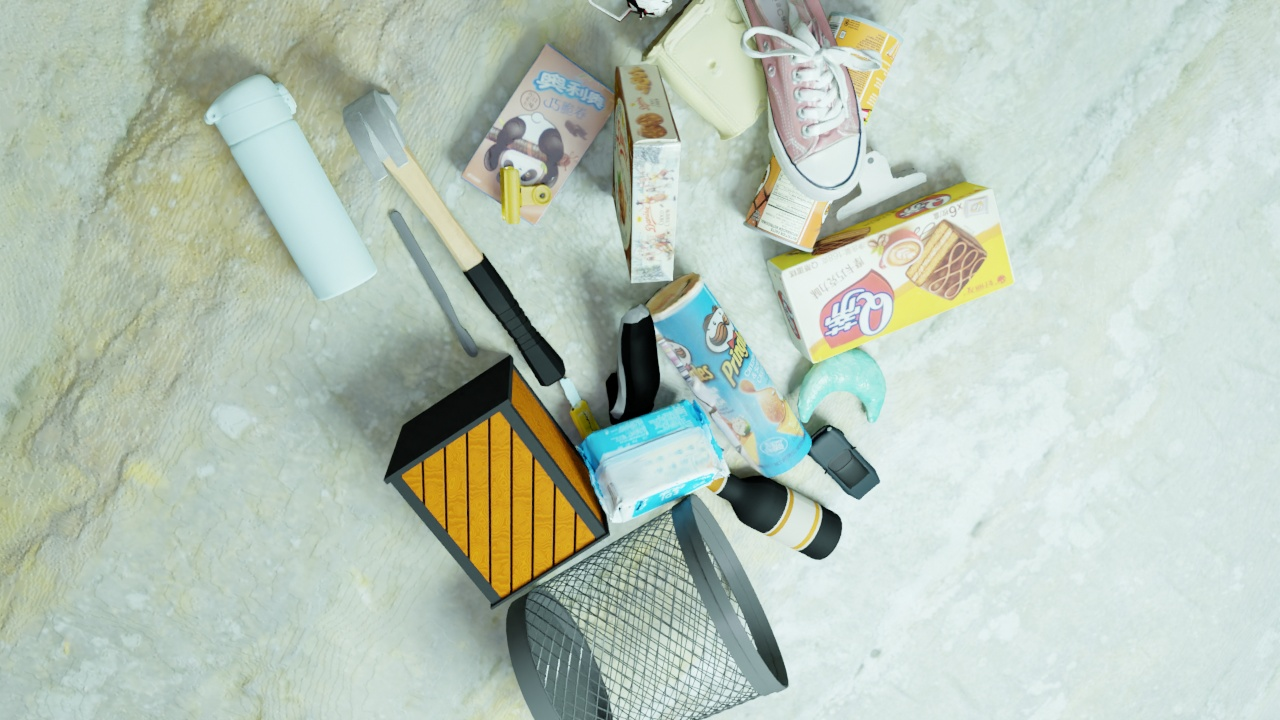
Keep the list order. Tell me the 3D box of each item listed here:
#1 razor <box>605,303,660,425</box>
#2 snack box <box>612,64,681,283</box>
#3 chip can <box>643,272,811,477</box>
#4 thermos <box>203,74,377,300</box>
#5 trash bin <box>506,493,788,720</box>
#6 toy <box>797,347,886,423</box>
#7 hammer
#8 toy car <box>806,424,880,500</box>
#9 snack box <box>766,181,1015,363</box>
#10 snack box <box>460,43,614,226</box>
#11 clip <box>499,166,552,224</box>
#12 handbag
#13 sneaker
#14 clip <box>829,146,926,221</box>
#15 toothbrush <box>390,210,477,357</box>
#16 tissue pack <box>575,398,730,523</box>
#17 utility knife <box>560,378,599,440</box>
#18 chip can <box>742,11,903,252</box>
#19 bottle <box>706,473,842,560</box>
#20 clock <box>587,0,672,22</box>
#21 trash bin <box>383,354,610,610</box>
[{"bbox_3d":[-0.006,0.005,0.933,0.057,0.060,0.156,-32,154,-29],"label":"razor"},{"bbox_3d":[0.003,-0.170,0.833,0.041,0.143,0.147,-4,134,-7],"label":"snack box"},{"bbox_3d":[0.091,0.019,0.966,0.080,0.079,0.229,-35,109,5],"label":"chip can"},{"bbox_3d":[-0.325,-0.161,0.863,0.077,0.065,0.207,-32,110,-20],"label":"thermos"},{"bbox_3d":[0.004,0.291,0.974,0.227,0.217,0.218,-28,109,7],"label":"trash bin"},{"bbox_3d":[0.221,0.027,1.002,0.105,0.033,0.085,1,103,-16],"label":"toy"},{"bbox_3d":[-0.170,-0.107,0.885,0.039,0.131,0.328,-31,117,3],"label":"hammer"},{"bbox_3d":[0.227,0.115,1.024,0.046,0.034,0.112,-42,122,7],"label":"toy car"},{"bbox_3d":[0.260,-0.091,0.956,0.230,0.061,0.110,-22,109,0],"label":"snack box"},{"bbox_3d":[-0.097,-0.217,0.888,0.087,0.034,0.151,33,101,-15],"label":"snack box"},{"bbox_3d":[-0.111,-0.157,0.872,0.049,0.044,0.054,7,108,18],"label":"clip"},{"bbox_3d":[0.077,-0.287,0.862,0.119,0.081,0.111,41,93,-16],"label":"handbag"},{"bbox_3d":[0.145,-0.256,0.797,0.118,0.088,0.241,-23,102,-4],"label":"sneaker"},{"bbox_3d":[0.236,-0.191,0.950,0.102,0.050,0.058,-24,102,0],"label":"clip"},{"bbox_3d":[-0.208,-0.076,0.932,0.013,0.013,0.167,-27,107,2],"label":"toothbrush"},{"bbox_3d":[0.015,0.104,0.952,0.144,0.092,0.062,-20,153,-15],"label":"tissue pack"},{"bbox_3d":[-0.048,0.096,0.999,0.017,0.030,0.179,-14,111,36],"label":"utility knife"},{"bbox_3d":[0.176,-0.220,0.897,0.075,0.075,0.215,19,104,-12],"label":"chip can"},{"bbox_3d":[0.136,0.160,1.023,0.181,0.059,0.059,28,102,-14],"label":"bottle"},{"bbox_3d":[0.002,-0.376,0.830,0.114,0.065,0.154,42,83,-17],"label":"clock"},{"bbox_3d":[-0.142,0.119,0.935,0.140,0.139,0.172,-33,108,4],"label":"trash bin"}]
